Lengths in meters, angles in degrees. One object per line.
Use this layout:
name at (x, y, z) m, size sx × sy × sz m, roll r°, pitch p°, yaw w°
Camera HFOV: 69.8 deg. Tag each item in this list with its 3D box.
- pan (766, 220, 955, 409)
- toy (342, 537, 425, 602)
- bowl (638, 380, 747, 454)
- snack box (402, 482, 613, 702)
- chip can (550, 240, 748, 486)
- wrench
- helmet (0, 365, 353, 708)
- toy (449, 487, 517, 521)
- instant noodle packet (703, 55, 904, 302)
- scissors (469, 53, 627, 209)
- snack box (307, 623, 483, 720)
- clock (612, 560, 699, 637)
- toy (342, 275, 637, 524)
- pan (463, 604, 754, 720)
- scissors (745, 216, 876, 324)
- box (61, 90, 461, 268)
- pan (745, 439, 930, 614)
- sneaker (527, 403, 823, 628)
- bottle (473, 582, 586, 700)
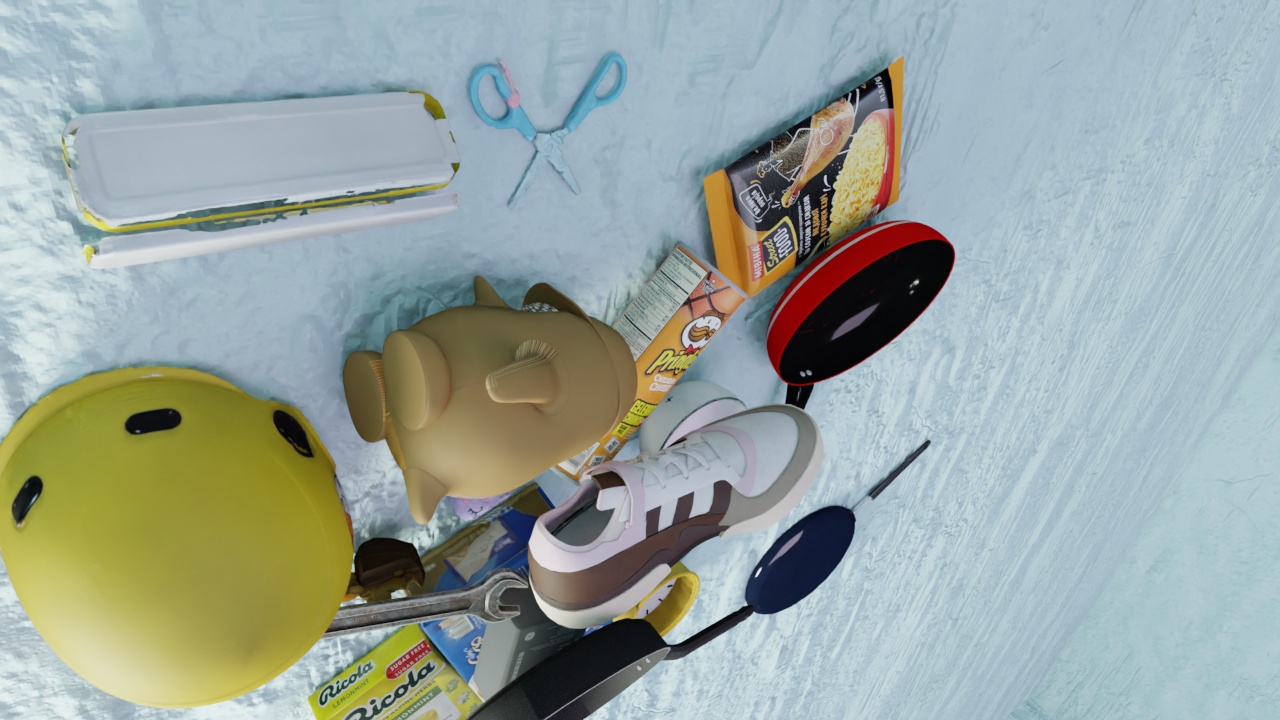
pan at (0.188, -0.006, 0.963) m, size 0.208 × 0.067 × 0.357 m, roll -9°, pitch 145°, yaw -38°
toy at (-0.231, 0.182, 0.762) m, size 0.100 × 0.062 × 0.076 m, roll -17°, pitch 159°, yaw -7°
bowl at (0.044, 0.066, 0.898) m, size 0.113 × 0.063 × 0.114 m, roll -24°, pitch 137°, yaw -24°
snack box at (-0.124, 0.235, 0.894) m, size 0.154 × 0.069 × 0.203 m, roll -33°, pitch 140°, yaw -15°
chip can at (-0.005, 0.005, 0.788) m, size 0.215 × 0.075 × 0.075 m, roll -51°, pitch 142°, yaw 7°
wrench at (-0.227, 0.208, 0.740) m, size 0.273 × 0.010 × 0.070 m, roll -7°, pitch 120°, yaw -10°
helmet at (-0.288, 0.131, 0.592) m, size 0.209 × 0.139 × 0.240 m, roll -35°, pitch 141°, yaw -13°
toy at (-0.133, 0.092, 0.783) m, size 0.080 × 0.036 × 0.100 m, roll -31°, pitch 139°, yaw -15°
instant noodle packet at (0.154, -0.152, 0.824) m, size 0.220 × 0.032 × 0.160 m, roll -33°, pitch 140°, yaw -15°
scissors at (-0.059, -0.169, 0.636) m, size 0.135 × 0.015 × 0.135 m, roll -41°, pitch 148°, yaw -3°
snack box at (-0.231, 0.343, 0.913) m, size 0.121 × 0.045 × 0.181 m, roll -34°, pitch 141°, yaw -13°
clock at (0.004, 0.289, 1.078) m, size 0.151 × 0.052 × 0.114 m, roll -29°, pitch 140°, yaw -27°
toy at (-0.093, 0.015, 0.671) m, size 0.202 × 0.199 × 0.162 m, roll -12°, pitch 87°, yaw -40°
pan at (-0.017, 0.274, 0.826) m, size 0.354 × 0.044 × 0.205 m, roll -13°, pitch 150°, yaw -46°
scissors at (0.174, -0.083, 0.922) m, size 0.170 × 0.028 × 0.139 m, roll -32°, pitch 143°, yaw -9°
box at (-0.211, -0.110, 0.529) m, size 0.209 × 0.080 × 0.080 m, roll -16°, pitch 99°, yaw -32°
pan at (0.291, 0.237, 1.316) m, size 0.356 × 0.021 × 0.199 m, roll -42°, pitch 142°, yaw -5°
sneaker at (0.030, 0.100, 0.776) m, size 0.293 × 0.111 × 0.116 m, roll -28°, pitch 139°, yaw -16°
bottle at (-0.107, 0.281, 0.854) m, size 0.083 × 0.046 × 0.174 m, roll -7°, pitch 128°, yaw -37°
